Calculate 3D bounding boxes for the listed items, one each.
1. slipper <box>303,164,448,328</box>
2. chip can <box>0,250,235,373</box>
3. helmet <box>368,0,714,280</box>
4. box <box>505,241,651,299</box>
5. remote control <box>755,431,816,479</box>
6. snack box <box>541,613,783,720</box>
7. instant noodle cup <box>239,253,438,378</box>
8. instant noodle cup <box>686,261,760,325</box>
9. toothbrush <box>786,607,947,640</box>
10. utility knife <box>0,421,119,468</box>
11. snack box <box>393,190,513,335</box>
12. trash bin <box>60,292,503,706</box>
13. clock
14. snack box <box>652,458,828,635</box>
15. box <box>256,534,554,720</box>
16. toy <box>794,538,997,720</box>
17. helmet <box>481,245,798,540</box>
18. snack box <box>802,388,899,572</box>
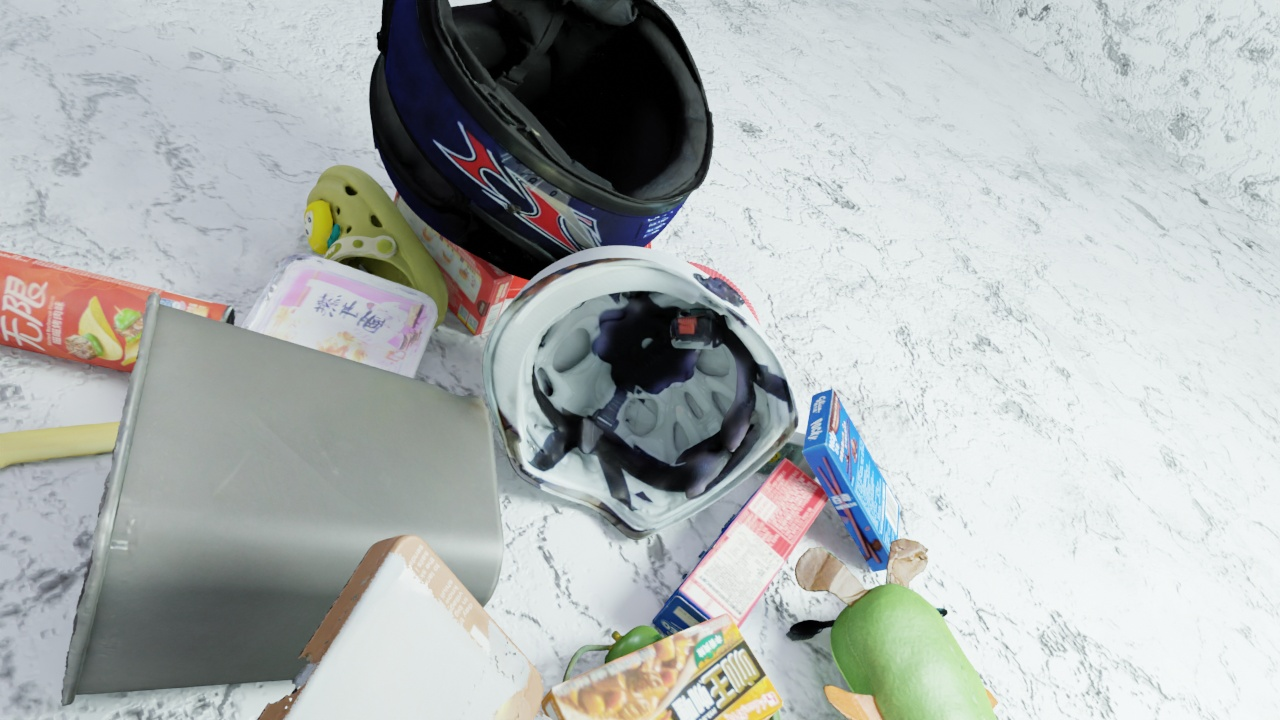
[{"bbox_3d":[-0.253,-0.099,0.837,0.190,0.092,0.081,47,45,16],"label":"slipper"},{"bbox_3d":[-0.423,-0.035,0.684,0.216,0.073,0.073,14,42,-17],"label":"chip can"},{"bbox_3d":[-0.107,-0.204,0.778,0.315,0.241,0.247,25,65,-40],"label":"helmet"},{"bbox_3d":[-0.092,-0.120,0.981,0.201,0.095,0.102,-10,13,-36],"label":"box"},{"bbox_3d":[0.114,0.084,0.878,0.135,0.056,0.019,16,42,-15],"label":"remote control"},{"bbox_3d":[0.017,0.227,0.606,0.153,0.026,0.075,-11,54,-37],"label":"snack box"},{"bbox_3d":[-0.254,0.001,0.747,0.138,0.060,0.173,19,42,-10],"label":"instant noodle cup"},{"bbox_3d":[0.053,-0.031,0.935,0.193,0.066,0.193,17,51,-22],"label":"instant noodle cup"},{"bbox_3d":[0.204,0.232,0.811,0.189,0.016,0.014,3,37,-31],"label":"toothbrush"},{"bbox_3d":[-0.381,0.056,0.652,0.195,0.020,0.031,-8,57,-27],"label":"utility knife"},{"bbox_3d":[-0.187,-0.101,0.884,0.153,0.075,0.025,45,43,19],"label":"snack box"},{"bbox_3d":[-0.220,0.098,0.580,0.219,0.199,0.198,13,44,-29],"label":"trash bin"},{"bbox_3d":[0.021,0.251,0.648,0.161,0.056,0.115,27,39,-3],"label":"clock"},{"bbox_3d":[0.089,0.164,0.779,0.058,0.057,0.206,40,41,10],"label":"snack box"},{"bbox_3d":[-0.102,0.239,0.453,0.131,0.273,0.178,6,38,16],"label":"box"},{"bbox_3d":[0.218,0.258,0.731,0.226,0.090,0.246,10,46,-36],"label":"toy"},{"bbox_3d":[-0.004,0.004,0.768,0.258,0.229,0.145,39,20,-21],"label":"helmet"},{"bbox_3d":[0.198,0.112,0.853,0.157,0.026,0.084,57,31,-23],"label":"snack box"}]
